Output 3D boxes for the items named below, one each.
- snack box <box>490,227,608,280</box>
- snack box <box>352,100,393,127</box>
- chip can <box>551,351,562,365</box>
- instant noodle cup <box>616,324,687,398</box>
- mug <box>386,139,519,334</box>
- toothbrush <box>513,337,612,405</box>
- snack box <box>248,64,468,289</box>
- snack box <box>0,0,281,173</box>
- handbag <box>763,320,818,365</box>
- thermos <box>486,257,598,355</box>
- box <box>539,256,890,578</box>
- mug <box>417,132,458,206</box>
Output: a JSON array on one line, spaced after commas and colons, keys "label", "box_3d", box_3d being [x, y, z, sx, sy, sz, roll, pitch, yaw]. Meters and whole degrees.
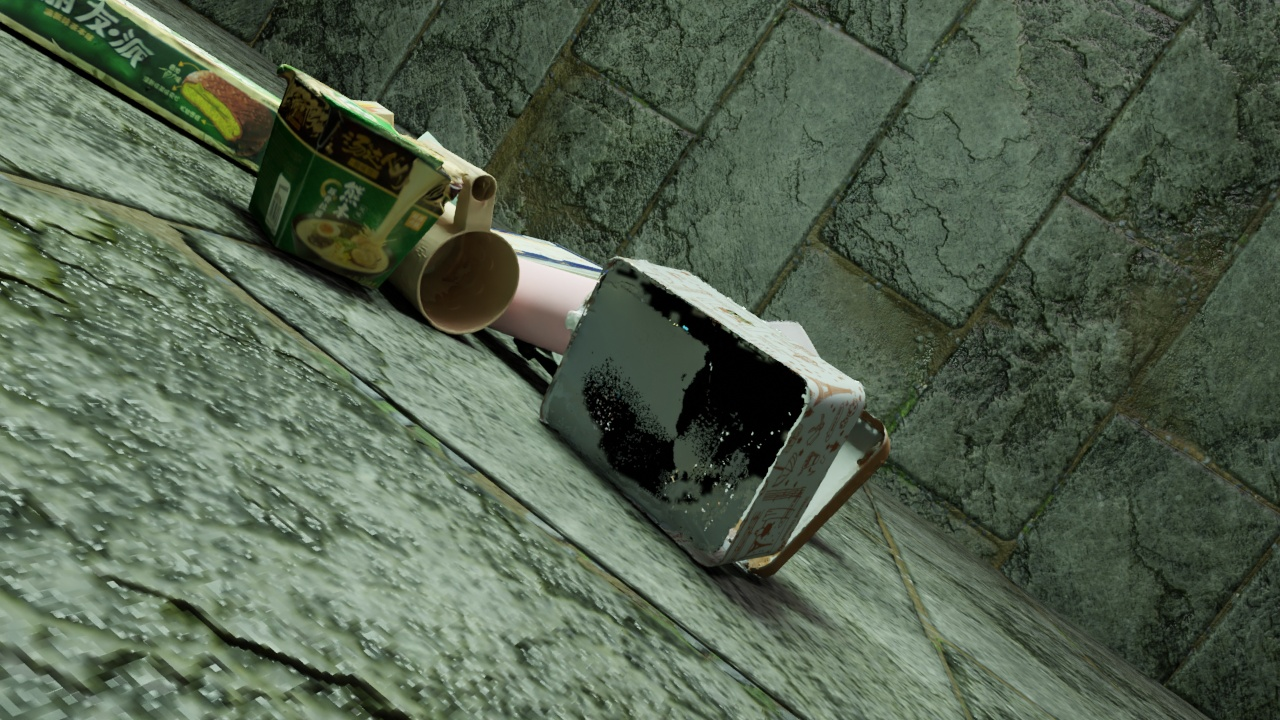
[{"label": "snack box", "box_3d": [-0.133, -0.112, 1.053, 0.177, 0.046, 0.182, 9, 15, -37]}, {"label": "snack box", "box_3d": [-0.300, -0.216, 0.909, 0.092, 0.077, 0.094, -2, 22, -25]}, {"label": "chip can", "box_3d": [-0.006, 0.006, 0.967, 0.071, 0.071, 0.214, 37, 5, 32]}, {"label": "instant noodle cup", "box_3d": [-0.005, 0.001, 0.817, 0.109, 0.099, 0.099, 3, 27, -44]}, {"label": "mug", "box_3d": [-0.151, -0.097, 0.700, 0.084, 0.125, 0.103, -8, 31, -37]}, {"label": "toothbrush", "box_3d": [-0.042, 0.032, 0.735, 0.213, 0.026, 0.027, 37, -30, 39]}, {"label": "snack box", "box_3d": [-0.204, -0.120, 0.629, 0.117, 0.105, 0.118, 25, 8, -42]}, {"label": "snack box", "box_3d": [-0.415, -0.252, 0.769, 0.240, 0.063, 0.114, 32, 5, -33]}, {"label": "handbag", "box_3d": [0.126, 0.049, 0.925, 0.144, 0.099, 0.196, 9, 38, -28]}, {"label": "thermos", "box_3d": [-0.073, -0.040, 0.731, 0.199, 0.067, 0.087, 21, 7, 38]}, {"label": "box", "box_3d": [0.057, 0.040, 0.613, 0.181, 0.149, 0.157, 38, 21, 34]}, {"label": "mug", "box_3d": [-0.268, -0.209, 1.150, 0.106, 0.112, 0.082, 46, 25, -18]}]
